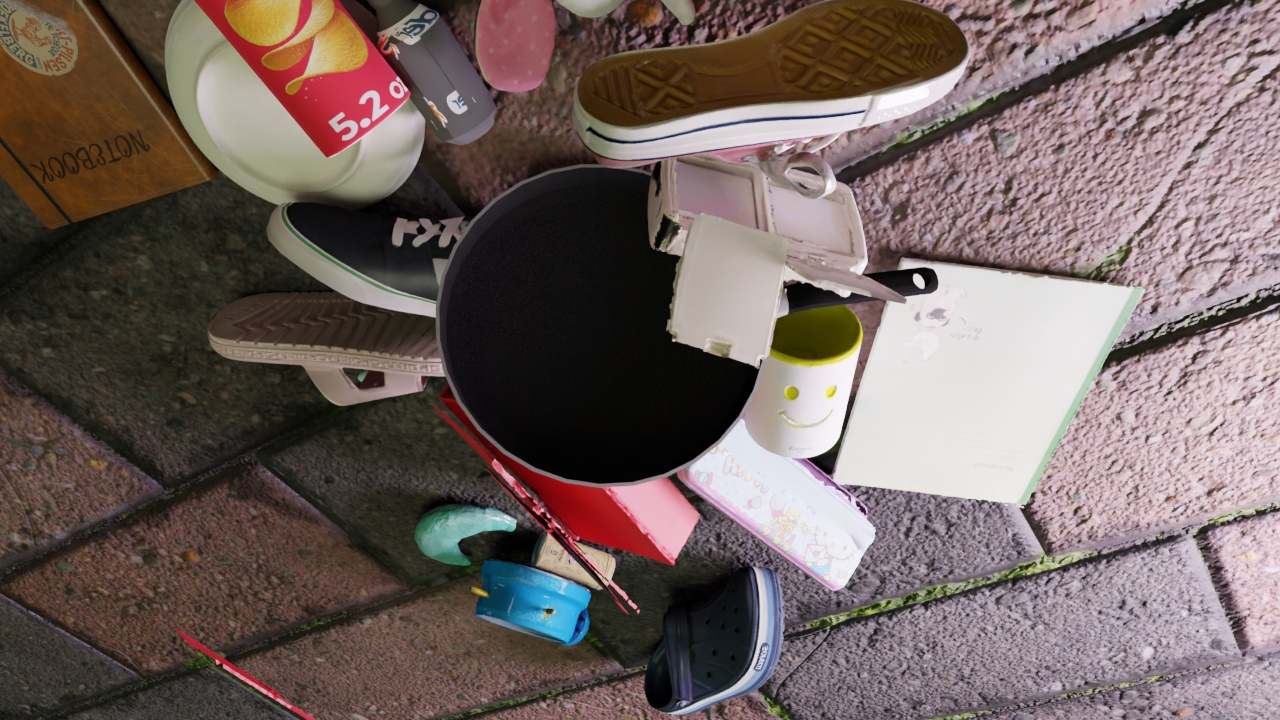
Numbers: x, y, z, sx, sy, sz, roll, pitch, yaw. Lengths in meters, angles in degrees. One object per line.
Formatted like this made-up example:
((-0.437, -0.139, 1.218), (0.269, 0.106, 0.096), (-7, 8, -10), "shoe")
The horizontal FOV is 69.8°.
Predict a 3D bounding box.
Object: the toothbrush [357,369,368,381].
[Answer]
((-0.168, -0.008, 0.784), (0.181, 0.016, 0.016), (-16, 136, 19), "toothbrush")

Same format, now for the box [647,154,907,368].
((0.083, -0.077, 0.570), (0.143, 0.191, 0.069), (11, 135, -11), "box")

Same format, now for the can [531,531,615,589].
((-0.069, 0.206, 0.945), (0.079, 0.038, 0.038), (23, 130, -13), "can")

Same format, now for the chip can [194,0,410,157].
((-0.230, -0.227, 0.532), (0.069, 0.069, 0.220), (-24, 119, 25), "chip can")

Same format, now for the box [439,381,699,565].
((-0.022, 0.007, 0.846), (0.153, 0.324, 0.214), (-11, 130, 36), "box")

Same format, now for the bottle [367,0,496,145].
((-0.138, -0.194, 0.595), (0.047, 0.046, 0.112), (-19, 126, 22), "bottle")

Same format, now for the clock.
((-0.111, 0.257, 0.962), (0.117, 0.060, 0.161), (10, 156, 14), "clock")

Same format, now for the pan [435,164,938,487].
((0.039, -0.033, 0.643), (0.356, 0.225, 0.034), (-8, 169, -10), "pan")

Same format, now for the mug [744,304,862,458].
((0.124, 0.013, 0.720), (0.082, 0.082, 0.106), (3, 132, 4), "mug")

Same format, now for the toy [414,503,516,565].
((-0.187, 0.176, 0.940), (0.085, 0.033, 0.105), (27, 129, -30), "toy")

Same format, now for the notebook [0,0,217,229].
((-0.443, -0.212, 0.639), (0.179, 0.014, 0.249), (-11, 129, 17), "notebook")

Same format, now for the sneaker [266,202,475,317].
((-0.147, -0.079, 0.675), (0.235, 0.084, 0.079), (19, 122, -21), "sneaker")

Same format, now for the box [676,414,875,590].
((0.120, 0.114, 0.814), (0.214, 0.096, 0.077), (38, 109, -24), "box")

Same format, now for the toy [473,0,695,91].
((-0.017, -0.237, 0.518), (0.194, 0.084, 0.159), (-1, 124, 10), "toy")

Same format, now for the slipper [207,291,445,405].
((-0.228, -0.010, 0.740), (0.239, 0.094, 0.064), (4, 128, 12), "slipper")

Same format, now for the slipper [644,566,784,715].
((0.061, 0.306, 0.970), (0.095, 0.105, 0.254), (18, 134, -18), "slipper")

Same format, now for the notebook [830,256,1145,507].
((0.274, 0.028, 0.762), (0.182, 0.010, 0.253), (7, 132, 1), "notebook")

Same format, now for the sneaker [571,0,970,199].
((0.079, -0.152, 0.561), (0.241, 0.118, 0.088), (-12, 151, -4), "sneaker")

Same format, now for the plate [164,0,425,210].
((-0.243, -0.174, 0.634), (0.182, 0.034, 0.183), (4, 132, 4), "plate")
